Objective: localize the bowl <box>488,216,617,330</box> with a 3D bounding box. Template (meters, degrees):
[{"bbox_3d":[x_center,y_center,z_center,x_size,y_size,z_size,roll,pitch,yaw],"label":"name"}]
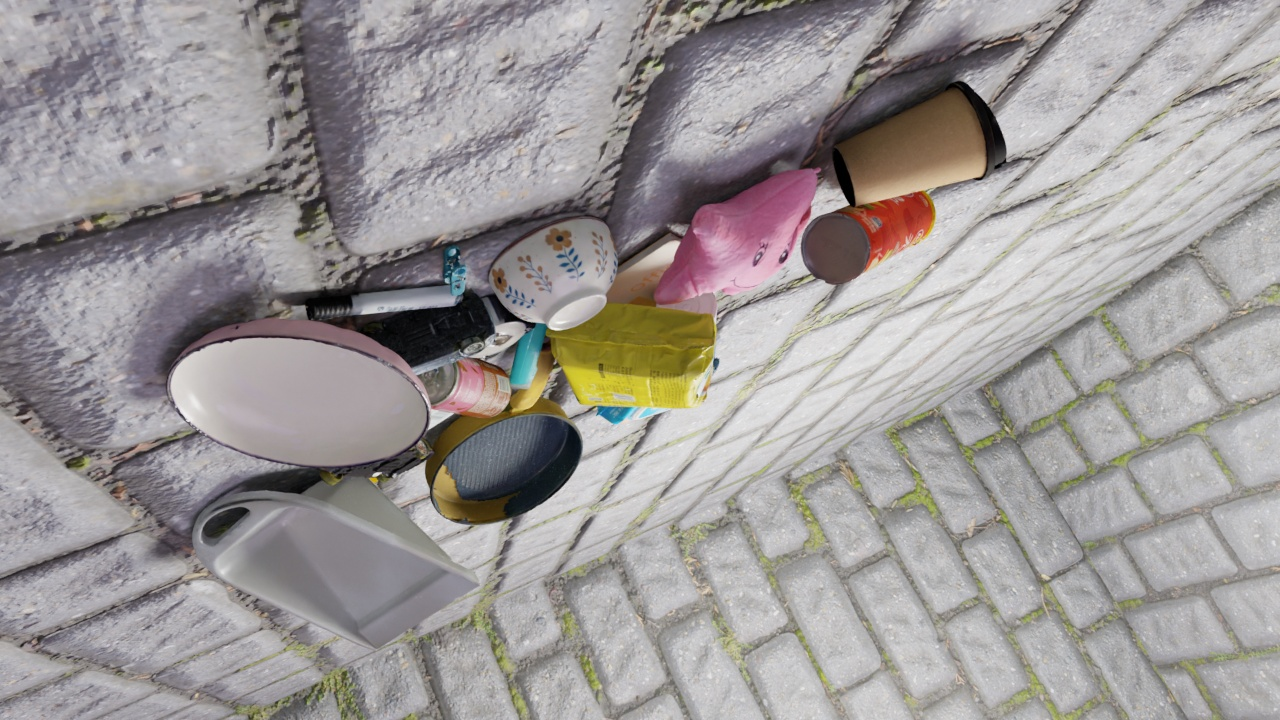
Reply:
[{"bbox_3d":[-0.066,-0.066,0.786,0.113,0.062,0.113,-25,165,-7],"label":"bowl"}]

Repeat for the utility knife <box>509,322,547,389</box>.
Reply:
[{"bbox_3d":[-0.107,-0.021,0.906,0.029,0.013,0.161,-6,144,-25],"label":"utility knife"}]

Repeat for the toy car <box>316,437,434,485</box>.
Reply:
[{"bbox_3d":[-0.287,0.103,0.998,0.070,0.042,0.158,-30,162,14],"label":"toy car"}]

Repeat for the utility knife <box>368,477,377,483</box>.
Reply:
[{"bbox_3d":[-0.355,0.156,1.105,0.174,0.015,0.033,-31,157,20],"label":"utility knife"}]

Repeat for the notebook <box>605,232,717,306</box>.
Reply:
[{"bbox_3d":[0.016,-0.074,0.972,0.146,0.010,0.206,-31,163,19],"label":"notebook"}]

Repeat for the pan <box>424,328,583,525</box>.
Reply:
[{"bbox_3d":[-0.143,0.077,1.065,0.197,0.078,0.358,-11,137,-27],"label":"pan"}]

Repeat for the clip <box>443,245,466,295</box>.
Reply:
[{"bbox_3d":[-0.147,-0.070,0.725,0.014,0.046,0.057,-21,164,-21],"label":"clip"}]

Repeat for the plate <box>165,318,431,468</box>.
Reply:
[{"bbox_3d":[-0.258,0.022,0.710,0.192,0.039,0.193,-2,146,-1],"label":"plate"}]

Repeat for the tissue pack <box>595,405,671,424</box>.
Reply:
[{"bbox_3d":[0.013,0.035,1.208,0.139,0.063,0.090,-15,160,-34],"label":"tissue pack"}]

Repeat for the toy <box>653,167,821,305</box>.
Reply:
[{"bbox_3d":[0.096,-0.117,0.849,0.179,0.074,0.194,-47,160,29],"label":"toy"}]

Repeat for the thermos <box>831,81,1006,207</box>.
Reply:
[{"bbox_3d":[0.255,-0.193,0.845,0.143,0.093,0.093,-20,164,4],"label":"thermos"}]

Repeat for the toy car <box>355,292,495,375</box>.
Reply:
[{"bbox_3d":[-0.181,-0.017,0.772,0.120,0.054,0.037,-21,161,-16],"label":"toy car"}]

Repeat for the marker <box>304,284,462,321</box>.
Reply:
[{"bbox_3d":[-0.199,-0.046,0.722,0.130,0.018,0.023,-10,165,-43],"label":"marker"}]

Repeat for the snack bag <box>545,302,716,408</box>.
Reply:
[{"bbox_3d":[-0.006,0.005,0.934,0.158,0.068,0.246,6,166,5],"label":"snack bag"}]

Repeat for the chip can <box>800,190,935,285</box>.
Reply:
[{"bbox_3d":[0.236,-0.133,0.938,0.073,0.073,0.216,-39,172,37],"label":"chip can"}]

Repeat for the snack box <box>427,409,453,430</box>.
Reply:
[{"bbox_3d":[-0.246,0.047,0.916,0.085,0.027,0.156,-31,163,17],"label":"snack box"}]

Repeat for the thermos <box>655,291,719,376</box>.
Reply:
[{"bbox_3d":[0.056,-0.027,1.043,0.070,0.070,0.220,-26,164,-2],"label":"thermos"}]

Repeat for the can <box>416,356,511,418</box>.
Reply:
[{"bbox_3d":[-0.173,0.022,0.877,0.058,0.058,0.147,-28,168,6],"label":"can"}]

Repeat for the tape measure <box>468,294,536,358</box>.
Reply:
[{"bbox_3d":[-0.138,-0.030,0.834,0.066,0.033,0.066,-35,162,24],"label":"tape measure"}]

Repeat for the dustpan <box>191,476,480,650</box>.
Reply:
[{"bbox_3d":[-0.361,0.236,1.037,0.223,0.258,0.142,-36,-175,29],"label":"dustpan"}]
